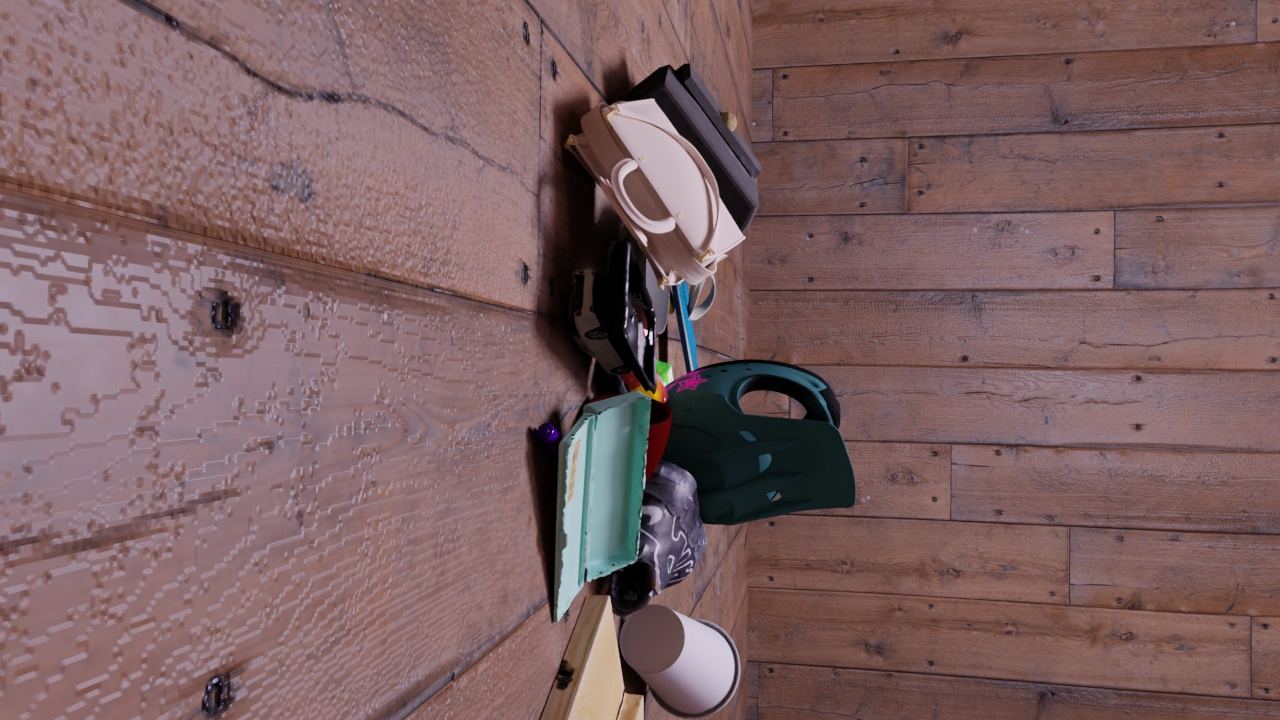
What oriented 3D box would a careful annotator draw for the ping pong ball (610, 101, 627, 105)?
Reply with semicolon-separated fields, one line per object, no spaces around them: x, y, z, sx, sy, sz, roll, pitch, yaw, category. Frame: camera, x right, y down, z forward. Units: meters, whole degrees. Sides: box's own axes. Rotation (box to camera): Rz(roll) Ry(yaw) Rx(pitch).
-0.020;-0.261;0.997;0.040;0.040;0.040;1;89;-79;ping pong ball

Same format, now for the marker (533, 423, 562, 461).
-0.071;0.081;0.812;0.134;0.018;0.015;70;26;-67;marker

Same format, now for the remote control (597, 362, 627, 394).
-0.023;0.047;1.025;0.045;0.021;0.140;60;-7;31;remote control

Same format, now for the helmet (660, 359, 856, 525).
0.123;0.105;1.104;0.199;0.275;0.176;-61;139;-56;helmet

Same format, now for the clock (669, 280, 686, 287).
0.050;-0.169;1.214;0.118;0.060;0.161;42;67;-40;clock

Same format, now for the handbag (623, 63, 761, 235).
0.073;-0.268;1.121;0.197;0.102;0.199;49;23;-20;handbag

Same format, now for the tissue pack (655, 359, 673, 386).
0.027;0.068;1.265;0.099;0.034;0.114;-62;150;-66;tissue pack

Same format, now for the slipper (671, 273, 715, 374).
0.079;-0.112;1.382;0.118;0.060;0.295;-10;92;-79;slipper

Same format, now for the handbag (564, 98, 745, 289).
0.007;-0.158;0.873;0.194;0.101;0.197;56;21;-3;handbag

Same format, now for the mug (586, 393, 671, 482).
-0.018;0.086;0.945;0.114;0.087;0.088;-113;-153;-68;mug

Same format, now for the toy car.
-0.029;-0.036;0.882;0.192;0.071;0.094;60;31;-70;toy car

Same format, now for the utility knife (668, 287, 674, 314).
0.029;-0.117;1.313;0.173;0.020;0.028;67;24;-61;utility knife

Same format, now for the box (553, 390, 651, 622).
-0.043;0.131;0.842;0.138;0.052;0.187;-22;124;-48;box

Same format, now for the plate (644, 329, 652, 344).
-0.002;-0.039;1.163;0.157;0.014;0.157;2;89;-79;plate

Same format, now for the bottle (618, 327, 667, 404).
-0.006;0.006;1.040;0.134;0.048;0.071;70;3;-54;bottle

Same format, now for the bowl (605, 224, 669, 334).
-0.005;-0.103;1.039;0.150;0.057;0.150;1;89;-79;bowl

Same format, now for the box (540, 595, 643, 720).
-0.050;0.401;0.873;0.246;0.068;0.254;-67;149;-66;box

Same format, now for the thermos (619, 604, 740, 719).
0.047;0.380;1.179;0.222;0.132;0.131;57;34;-57;thermos

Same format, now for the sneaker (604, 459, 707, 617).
0.005;0.232;1.040;0.253;0.097;0.150;86;27;-51;sneaker
